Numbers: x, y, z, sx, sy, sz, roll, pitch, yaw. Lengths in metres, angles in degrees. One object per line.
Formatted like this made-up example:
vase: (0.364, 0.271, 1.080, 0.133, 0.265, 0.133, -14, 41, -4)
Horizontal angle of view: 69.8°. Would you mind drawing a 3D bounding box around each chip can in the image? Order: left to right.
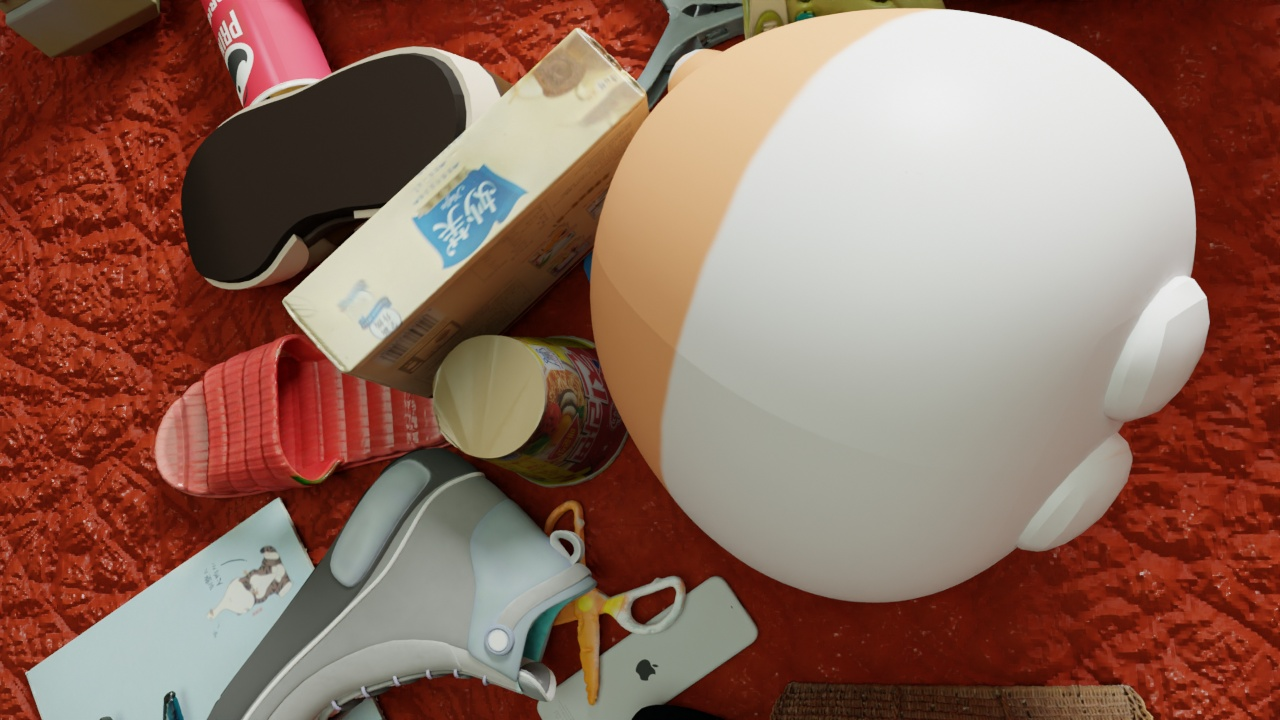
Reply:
chip can: (-0.285, -0.268, 0.665, 0.069, 0.069, 0.220, -28, 77, 11)

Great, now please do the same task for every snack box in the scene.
snack box: (-0.082, -0.072, 0.526, 0.207, 0.153, 0.055, -43, 82, -2)

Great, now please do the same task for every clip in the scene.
clip: (-0.013, -0.198, 0.605, 0.169, 0.031, 0.164, 26, 93, 18)

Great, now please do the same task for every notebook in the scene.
notebook: (-0.311, 0.239, 0.644, 0.254, 0.009, 0.181, -34, 76, 10)

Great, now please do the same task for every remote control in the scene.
remote control: (0.003, 0.190, 0.563, 0.147, 0.008, 0.045, -37, 75, 8)

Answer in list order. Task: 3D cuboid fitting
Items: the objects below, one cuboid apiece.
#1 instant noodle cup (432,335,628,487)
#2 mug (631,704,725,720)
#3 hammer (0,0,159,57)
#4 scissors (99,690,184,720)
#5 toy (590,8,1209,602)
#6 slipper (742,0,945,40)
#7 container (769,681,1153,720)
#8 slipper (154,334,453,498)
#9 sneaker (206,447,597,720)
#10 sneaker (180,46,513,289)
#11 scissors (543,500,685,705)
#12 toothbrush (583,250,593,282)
instant noodle cup: (-0.066, 0.027, 0.547, 0.100, 0.112, 0.100, -2, 83, 14)
mug: (0.022, 0.250, 0.492, 0.085, 0.121, 0.094, 14, 87, 0)
hammer: (-0.468, -0.418, 0.702, 0.101, 0.190, 0.324, -20, 61, 12)
scissors: (-0.331, 0.296, 0.627, 0.119, 0.019, 0.151, 13, 90, 16)
toy: (0.104, -0.034, 0.440, 0.281, 0.265, 0.263, 36, 126, 34)
slipper: (0.086, -0.219, 0.527, 0.190, 0.091, 0.081, 34, 95, -4)
container: (0.161, 0.234, 0.460, 0.199, 0.113, 0.112, -4, 87, 17)
slipper: (-0.230, 0.035, 0.621, 0.249, 0.059, 0.103, -12, 81, 12)
sneaker: (-0.142, 0.192, 0.554, 0.160, 0.093, 0.256, 32, 87, 15)
sneaker: (-0.188, -0.125, 0.619, 0.295, 0.116, 0.111, -17, 87, 33)
scissors: (-0.029, 0.149, 0.570, 0.131, 0.011, 0.125, -9, 78, 22)
toothbrush: (-0.003, 0.003, 0.584, 0.016, 0.014, 0.166, -25, 77, 11)
